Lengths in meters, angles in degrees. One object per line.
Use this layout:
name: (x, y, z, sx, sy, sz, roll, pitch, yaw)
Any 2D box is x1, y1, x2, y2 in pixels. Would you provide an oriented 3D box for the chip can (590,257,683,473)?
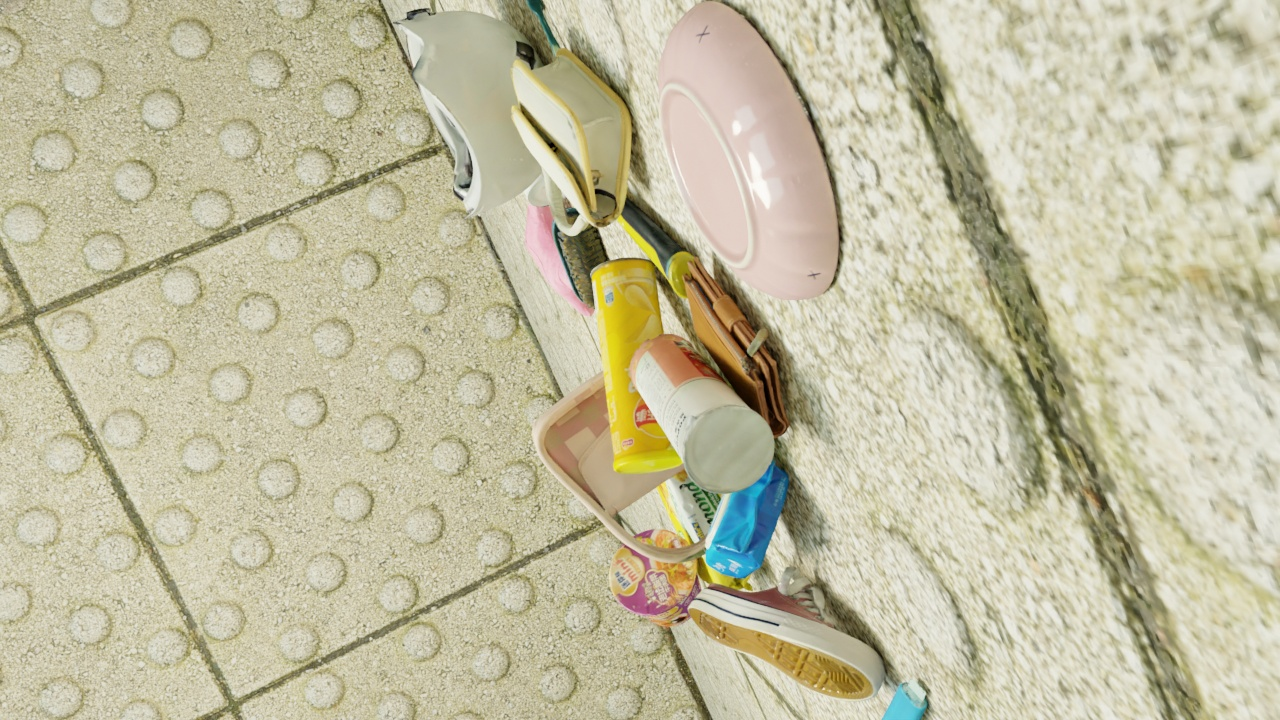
chip can: (-0.006, 0.005, 0.936, 0.072, 0.072, 0.213, 96, 166, -73)

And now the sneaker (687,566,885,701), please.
sneaker: (0.147, 0.253, 0.899, 0.241, 0.087, 0.118, 2, 132, 56)

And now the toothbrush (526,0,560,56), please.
toothbrush: (-0.073, -0.289, 0.918, 0.018, 0.016, 0.191, 48, -163, -87)

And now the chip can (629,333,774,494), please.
chip can: (0.044, 0.037, 0.782, 0.214, 0.071, 0.071, -126, 14, -69)

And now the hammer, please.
hammer: (-0.020, -0.154, 0.924, 0.323, 0.032, 0.126, 53, 166, 53)

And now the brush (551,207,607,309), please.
brush: (-0.079, -0.137, 1.214, 0.073, 0.055, 0.144, 48, 161, 56)

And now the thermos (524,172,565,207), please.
thermos: (-0.163, -0.308, 1.198, 0.224, 0.073, 0.073, 62, 170, 21)

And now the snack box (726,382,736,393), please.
snack box: (0.070, 0.062, 0.877, 0.156, 0.026, 0.086, -164, 82, -78)

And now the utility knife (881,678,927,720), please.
utility knife: (0.228, 0.306, 0.791, 0.034, 0.018, 0.166, 55, 165, 34)

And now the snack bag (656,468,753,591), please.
snack bag: (0.069, 0.175, 1.170, 0.246, 0.068, 0.158, 64, 171, 4)

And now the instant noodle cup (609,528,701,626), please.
instant noodle cup: (0.028, 0.285, 1.167, 0.111, 0.111, 0.099, 58, 177, 38)

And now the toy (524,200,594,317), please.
toy: (-0.118, -0.151, 1.341, 0.194, 0.074, 0.178, 63, 175, -3)

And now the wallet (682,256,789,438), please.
wallet: (0.075, -0.013, 0.751, 0.130, 0.035, 0.119, 59, 171, 35)

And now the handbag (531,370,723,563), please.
handbag: (0.009, 0.117, 1.035, 0.234, 0.193, 0.093, 56, 177, 5)

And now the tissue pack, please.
tissue pack: (0.097, 0.152, 0.872, 0.052, 0.094, 0.157, 20, 162, 5)

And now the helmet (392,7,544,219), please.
helmet: (-0.177, -0.300, 1.058, 0.258, 0.146, 0.229, -121, 13, -54)

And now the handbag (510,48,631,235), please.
handbag: (-0.072, -0.190, 0.884, 0.163, 0.063, 0.179, 53, 151, 42)

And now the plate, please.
plate: (0.055, -0.120, 0.569, 0.192, 0.039, 0.193, 62, 170, 18)

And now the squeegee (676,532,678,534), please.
squeegee: (0.043, 0.137, 1.316, 0.246, 0.039, 0.247, -92, -12, -68)
